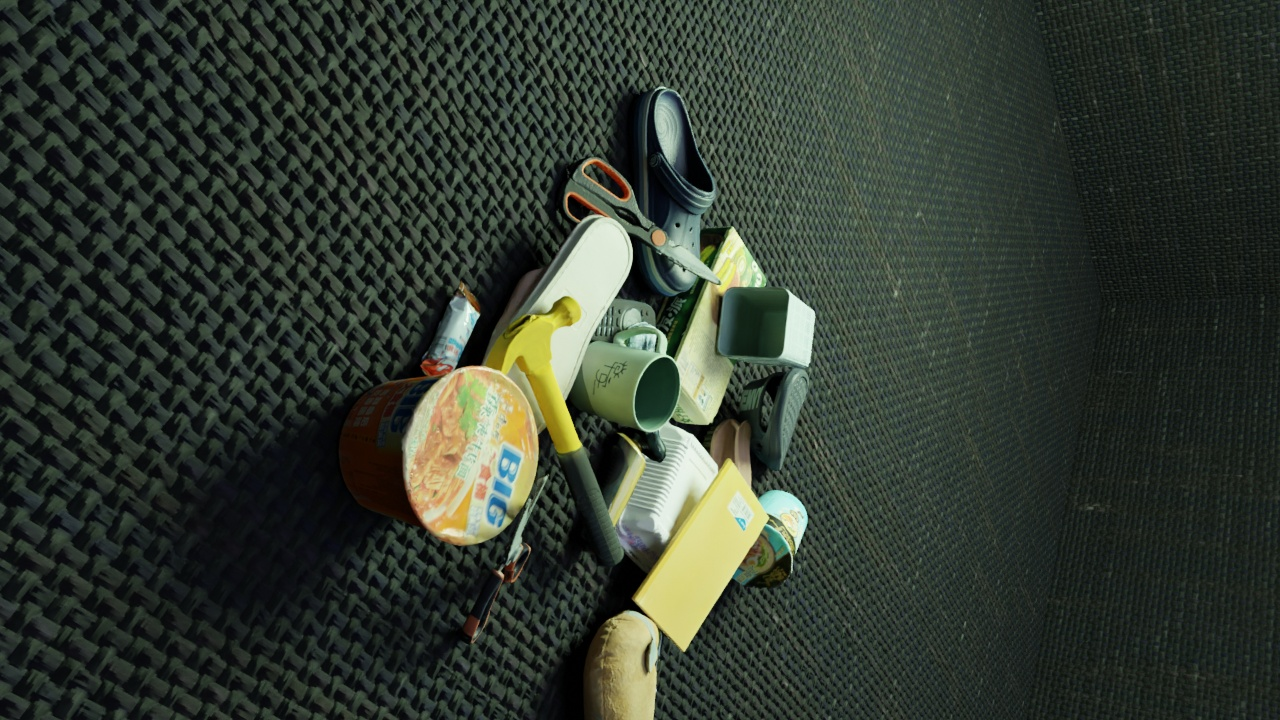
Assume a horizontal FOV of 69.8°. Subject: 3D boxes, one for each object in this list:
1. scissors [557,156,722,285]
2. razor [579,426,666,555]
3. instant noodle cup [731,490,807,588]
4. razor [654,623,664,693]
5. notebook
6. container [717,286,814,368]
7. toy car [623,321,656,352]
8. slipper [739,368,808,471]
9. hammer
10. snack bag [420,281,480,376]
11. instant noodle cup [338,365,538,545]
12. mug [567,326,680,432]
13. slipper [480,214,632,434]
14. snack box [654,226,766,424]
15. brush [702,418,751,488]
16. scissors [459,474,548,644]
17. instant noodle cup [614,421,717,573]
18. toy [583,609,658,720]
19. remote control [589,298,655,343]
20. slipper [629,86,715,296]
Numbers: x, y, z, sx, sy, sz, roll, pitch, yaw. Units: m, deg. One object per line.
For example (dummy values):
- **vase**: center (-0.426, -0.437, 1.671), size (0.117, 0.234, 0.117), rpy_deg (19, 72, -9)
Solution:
- **scissors**: center (0.000, -0.133, 1.046), size (0.124, 0.022, 0.235), rpy_deg (-47, 108, -22)
- **razor**: center (-0.022, 0.144, 1.056), size (0.067, 0.062, 0.167), rpy_deg (30, 68, -11)
- **instant noodle cup**: center (0.179, 0.241, 1.285), size (0.120, 0.111, 0.111), rpy_deg (-38, 120, -55)
- **razor**: center (0.018, 0.337, 1.113), size (0.042, 0.022, 0.142), rpy_deg (41, 50, -68)
- **notebook**: center (0.080, 0.240, 1.123), size (0.206, 0.010, 0.146), rpy_deg (-53, 135, -19)
- **container**: center (0.165, -0.039, 1.168), size (0.111, 0.090, 0.090), rpy_deg (16, 80, -58)
- **toy car**: center (-0.006, 0.006, 1.072), size (0.048, 0.031, 0.106), rpy_deg (-14, 122, -49)
- **slipper**: center (0.173, 0.083, 1.266), size (0.268, 0.083, 0.110), rpy_deg (72, 38, -69)
- **hammer**: center (-0.074, 0.090, 0.936), size (0.128, 0.033, 0.301), rpy_deg (-36, 122, -30)
- **snack bag**: center (-0.178, -0.021, 0.871), size (0.048, 0.026, 0.104), rpy_deg (57, 47, -52)
- **instant noodle cup**: center (-0.180, 0.079, 0.797), size (0.151, 0.112, 0.151), rpy_deg (-1, 91, -53)
- **mug**: center (-0.017, 0.013, 1.003), size (0.082, 0.106, 0.111), rpy_deg (33, 75, -50)
- **slipper**: center (-0.096, -0.034, 0.951), size (0.114, 0.054, 0.274), rpy_deg (43, 68, -40)
- **snack box**: center (0.082, -0.047, 1.181), size (0.114, 0.063, 0.239), rpy_deg (49, 53, -41)
- **brush**: center (0.116, 0.149, 1.213), size (0.063, 0.073, 0.145), rpy_deg (14, 78, -33)
- **scissors**: center (-0.121, 0.183, 0.854), size (0.197, 0.015, 0.214), rpy_deg (-59, 174, -3)
- **instant noodle cup**: center (0.036, 0.166, 1.128), size (0.138, 0.060, 0.173), rpy_deg (51, 53, -40)
- **toy**: center (-0.020, 0.398, 1.034), size (0.143, 0.083, 0.226), rpy_deg (2, 89, -68)
- **remote control**: center (-0.030, -0.045, 1.065), size (0.136, 0.024, 0.053), rpy_deg (1, 94, -53)
- **slipper**: center (0.049, -0.206, 1.114), size (0.104, 0.095, 0.253), rpy_deg (-7, 93, -50)
